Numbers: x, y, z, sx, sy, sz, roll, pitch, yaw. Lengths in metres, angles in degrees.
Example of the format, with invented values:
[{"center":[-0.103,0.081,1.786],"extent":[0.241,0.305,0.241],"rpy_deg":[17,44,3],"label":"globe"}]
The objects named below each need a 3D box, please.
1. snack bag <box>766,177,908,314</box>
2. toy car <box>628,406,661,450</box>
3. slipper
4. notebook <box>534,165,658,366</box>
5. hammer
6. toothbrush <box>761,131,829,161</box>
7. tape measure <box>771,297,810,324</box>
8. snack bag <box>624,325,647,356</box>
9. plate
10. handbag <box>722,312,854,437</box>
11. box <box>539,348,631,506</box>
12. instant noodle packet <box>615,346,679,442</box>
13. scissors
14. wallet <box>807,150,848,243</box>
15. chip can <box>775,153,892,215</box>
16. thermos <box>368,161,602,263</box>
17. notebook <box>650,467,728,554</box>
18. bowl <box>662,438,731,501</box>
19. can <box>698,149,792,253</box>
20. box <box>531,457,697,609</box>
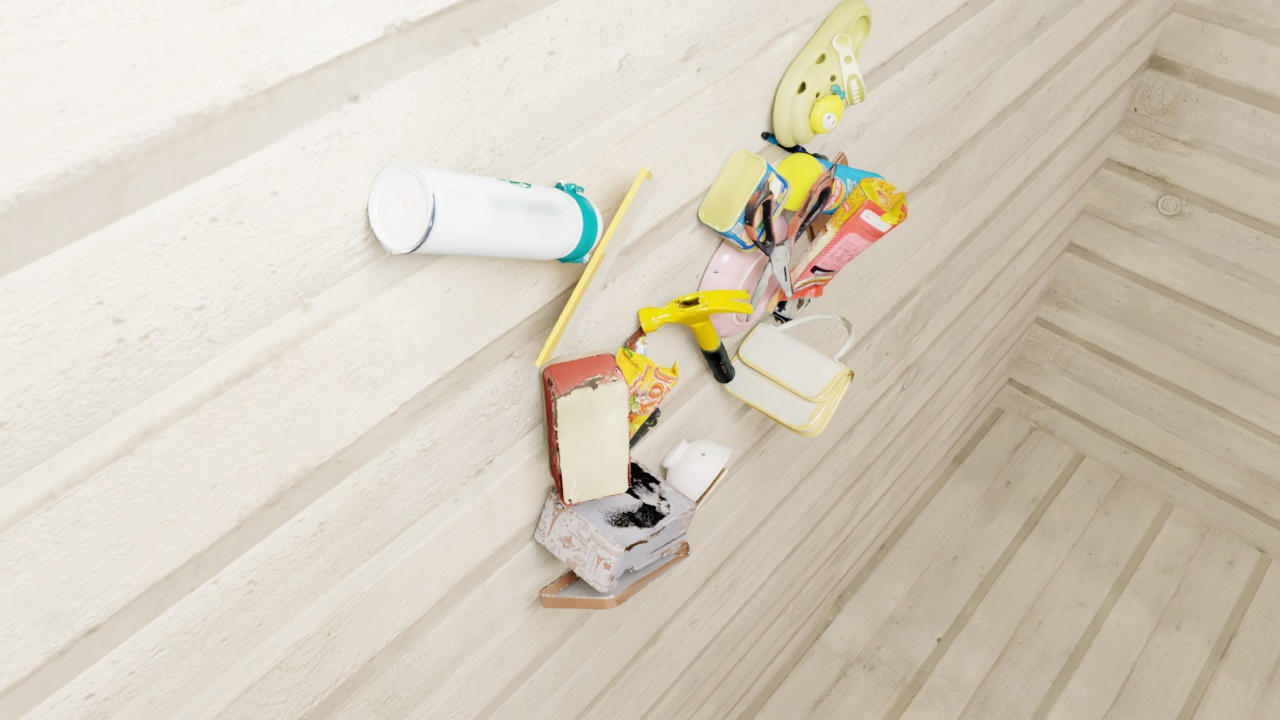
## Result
[{"center":[0.258,-0.143,1.207],"extent":[0.128,0.073,0.208],"rpy_deg":[-21,158,-44],"label":"snack bag"},{"center":[-0.019,0.092,1.172],"extent":[0.105,0.032,0.048],"rpy_deg":[-49,155,11],"label":"toy car"},{"center":[0.225,-0.330,1.061],"extent":[0.190,0.082,0.091],"rpy_deg":[-58,150,-3],"label":"slipper"},{"center":[-0.040,-0.091,0.896],"extent":[0.206,0.010,0.145],"rpy_deg":[-60,179,7],"label":"notebook"},{"center":[0.090,-0.024,1.180],"extent":[0.129,0.032,0.301],"rpy_deg":[-14,161,8],"label":"hammer"},{"center":[0.197,-0.266,1.153],"extent":[0.189,0.016,0.014],"rpy_deg":[-1,109,-57],"label":"toothbrush"},{"center":[0.226,-0.095,1.365],"extent":[0.065,0.033,0.066],"rpy_deg":[-45,151,-25],"label":"tape measure"},{"center":[-0.007,0.006,1.104],"extent":[0.048,0.026,0.104],"rpy_deg":[-45,152,-39],"label":"snack bag"},{"center":[0.146,-0.107,1.214],"extent":[0.192,0.039,0.193],"rpy_deg":[-39,148,-30],"label":"plate"},{"center":[0.223,0.002,1.325],"extent":[0.179,0.163,0.063],"rpy_deg":[-60,152,2],"label":"handbag"},{"center":[-0.054,0.080,0.997],"extent":[0.091,0.078,0.169],"rpy_deg":[-12,129,-14],"label":"box"},{"center":[-0.018,0.044,1.074],"extent":[0.128,0.044,0.110],"rpy_deg":[-52,144,15],"label":"instant noodle packet"},{"center":[0.167,-0.141,1.101],"extent":[0.188,0.015,0.225],"rpy_deg":[2,122,-51],"label":"scissors"},{"center":[0.270,-0.228,1.311],"extent":[0.101,0.020,0.115],"rpy_deg":[-54,150,-9],"label":"wallet"},{"center":[0.258,-0.226,1.214],"extent":[0.209,0.071,0.071],"rpy_deg":[-5,124,-51],"label":"chip can"},{"center":[-0.113,-0.119,0.753],"extent":[0.223,0.073,0.073],"rpy_deg":[-6,125,-57],"label":"thermos"},{"center":[0.068,0.214,1.361],"extent":[0.147,0.008,0.208],"rpy_deg":[-52,-179,-6],"label":"notebook"},{"center":[0.071,0.153,1.330],"extent":[0.118,0.065,0.118],"rpy_deg":[-52,-179,1],"label":"bowl"},{"center":[0.122,-0.187,1.073],"extent":[0.102,0.057,0.083],"rpy_deg":[-59,151,6],"label":"can"},{"center":[-0.035,0.246,1.185],"extent":[0.181,0.150,0.166],"rpy_deg":[-16,134,-52],"label":"box"}]
